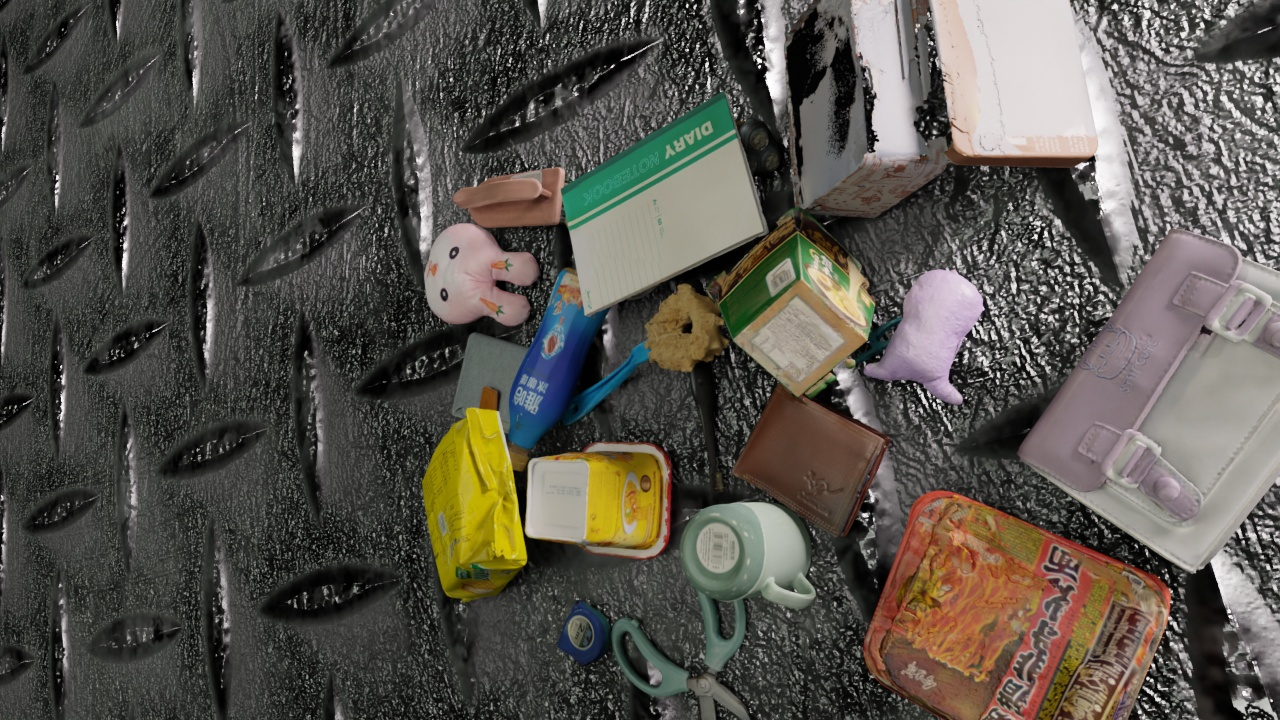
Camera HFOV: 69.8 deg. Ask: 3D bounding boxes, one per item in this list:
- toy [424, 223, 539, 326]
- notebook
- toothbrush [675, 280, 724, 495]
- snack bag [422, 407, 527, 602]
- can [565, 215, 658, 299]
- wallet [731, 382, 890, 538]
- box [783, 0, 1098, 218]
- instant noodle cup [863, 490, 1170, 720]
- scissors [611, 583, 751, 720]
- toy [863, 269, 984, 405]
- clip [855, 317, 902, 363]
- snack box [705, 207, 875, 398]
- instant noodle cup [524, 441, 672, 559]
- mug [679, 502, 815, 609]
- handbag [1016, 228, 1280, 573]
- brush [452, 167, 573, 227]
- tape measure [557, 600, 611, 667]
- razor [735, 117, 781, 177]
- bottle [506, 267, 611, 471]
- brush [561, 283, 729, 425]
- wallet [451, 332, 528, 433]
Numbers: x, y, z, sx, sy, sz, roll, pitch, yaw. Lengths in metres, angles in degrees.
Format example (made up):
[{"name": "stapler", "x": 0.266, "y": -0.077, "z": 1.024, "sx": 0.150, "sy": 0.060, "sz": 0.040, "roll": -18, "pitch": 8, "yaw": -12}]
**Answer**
[{"name": "toy", "x": -0.191, "y": -0.098, "z": 1.081, "sx": 0.160, "sy": 0.054, "sz": 0.121, "roll": 14, "pitch": 93, "yaw": 28}, {"name": "notebook", "x": 0.014, "y": -0.148, "z": 0.893, "sx": 0.210, "sy": 0.012, "sz": 0.150, "roll": -24, "pitch": 70, "yaw": 31}, {"name": "toothbrush", "x": 0.061, "y": 0.026, "z": 0.898, "sx": 0.027, "sy": 0.026, "sz": 0.212, "roll": 136, "pitch": 129, "yaw": -69}, {"name": "snack bag", "x": -0.178, "y": 0.160, "z": 0.957, "sx": 0.247, "sy": 0.068, "sz": 0.158, "roll": 127, "pitch": 130, "yaw": -61}, {"name": "can", "x": -0.027, "y": -0.121, "z": 0.961, "sx": 0.059, "sy": 0.058, "sz": 0.116, "roll": -49, "pitch": 59, "yaw": 20}, {"name": "wallet", "x": 0.151, "y": 0.088, "z": 0.825, "sx": 0.124, "sy": 0.032, "sz": 0.101, "roll": 30, "pitch": 104, "yaw": 35}, {"name": "box", "x": 0.239, "y": -0.225, "z": 0.779, "sx": 0.158, "sy": 0.197, "sz": 0.180, "roll": 139, "pitch": 127, "yaw": -72}, {"name": "instant noodle cup", "x": 0.277, "y": 0.201, "z": 0.690, "sx": 0.189, "sy": 0.079, "sz": 0.164, "roll": 24, "pitch": 97, "yaw": 34}, {"name": "scissors", "x": 0.036, "y": 0.279, "z": 0.888, "sx": 0.182, "sy": 0.019, "sz": 0.170, "roll": -8, "pitch": 80, "yaw": 33}, {"name": "toy", "x": 0.246, "y": -0.023, "z": 0.767, "sx": 0.084, "sy": 0.039, "sz": 0.108, "roll": 23, "pitch": 93, "yaw": 14}, {"name": "clip", "x": 0.209, "y": -0.018, "z": 0.808, "sx": 0.057, "sy": 0.014, "sz": 0.045, "roll": -30, "pitch": 69, "yaw": 26}, {"name": "snack box", "x": 0.131, "y": -0.042, "z": 0.780, "sx": 0.117, "sy": 0.105, "sz": 0.118, "roll": 40, "pitch": 114, "yaw": -14}, {"name": "instant noodle cup", "x": -0.043, "y": 0.136, "z": 0.897, "sx": 0.116, "sy": 0.123, "sz": 0.116, "roll": -2, "pitch": 82, "yaw": 35}, {"name": "mug", "x": 0.100, "y": 0.175, "z": 0.801, "sx": 0.112, "sy": 0.106, "sz": 0.082, "roll": 42, "pitch": 106, "yaw": 31}, {"name": "handbag", "x": 0.378, "y": 0.025, "z": 0.637, "sx": 0.145, "sy": 0.098, "sz": 0.197, "roll": 39, "pitch": 105, "yaw": 38}, {"name": "brush", "x": -0.147, "y": -0.184, "z": 1.047, "sx": 0.146, "sy": 0.073, "sz": 0.063, "roll": 3, "pitch": 86, "yaw": 37}, {"name": "tape measure", "x": -0.055, "y": 0.283, "z": 0.946, "sx": 0.054, "sy": 0.025, "sz": 0.058, "roll": 28, "pitch": 104, "yaw": 33}, {"name": "razor", "x": 0.058, "y": -0.202, "z": 0.918, "sx": 0.168, "sy": 0.062, "sz": 0.067, "roll": 3, "pitch": 55, "yaw": 40}, {"name": "bottle", "x": -0.095, "y": 0.012, "z": 0.971, "sx": 0.065, "sy": 0.065, "sz": 0.218, "roll": 21, "pitch": 88, "yaw": 35}, {"name": "brush", "x": -0.005, "y": 0.005, "z": 0.927, "sx": 0.255, "sy": 0.045, "sz": 0.083, "roll": -36, "pitch": 66, "yaw": 42}, {"name": "wallet", "x": -0.159, "y": 0.030, "z": 1.048, "sx": 0.130, "sy": 0.037, "sz": 0.106, "roll": 15, "pitch": 91, "yaw": 36}]
